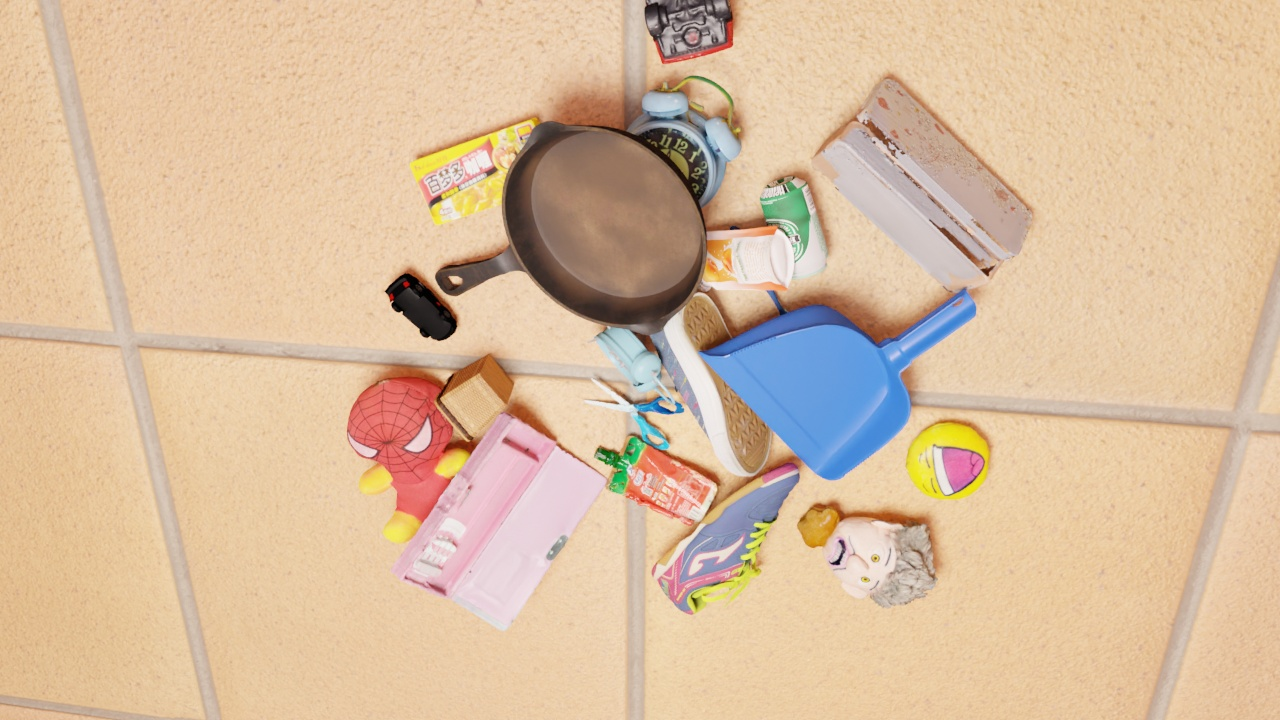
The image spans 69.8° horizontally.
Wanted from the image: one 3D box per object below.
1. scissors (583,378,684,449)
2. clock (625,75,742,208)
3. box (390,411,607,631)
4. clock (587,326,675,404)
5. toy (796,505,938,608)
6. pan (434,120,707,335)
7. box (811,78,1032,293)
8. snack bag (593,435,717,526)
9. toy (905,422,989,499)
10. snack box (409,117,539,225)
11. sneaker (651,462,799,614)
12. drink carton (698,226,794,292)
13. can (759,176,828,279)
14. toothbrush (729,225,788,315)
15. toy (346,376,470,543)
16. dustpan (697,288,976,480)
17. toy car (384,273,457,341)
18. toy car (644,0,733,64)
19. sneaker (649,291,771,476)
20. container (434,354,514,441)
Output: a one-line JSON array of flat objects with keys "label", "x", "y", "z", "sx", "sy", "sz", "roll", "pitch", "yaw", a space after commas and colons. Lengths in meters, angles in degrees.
[{"label": "scissors", "x": -0.005, "y": 0.052, "z": 1.086, "sx": 0.132, "sy": 0.015, "sz": 0.110, "roll": 39, "pitch": 134, "yaw": -5}, {"label": "clock", "x": 0.037, "y": -0.217, "z": 0.950, "sx": 0.118, "sy": 0.060, "sz": 0.162, "roll": 27, "pitch": 117, "yaw": -2}, {"label": "box", "x": -0.171, "y": 0.194, "z": 1.117, "sx": 0.179, "sy": 0.059, "sz": 0.232, "roll": 39, "pitch": 84, "yaw": -32}, {"label": "clock", "x": -0.006, "y": 0.006, "z": 1.032, "sx": 0.042, "sy": 0.087, "sz": 0.123, "roll": -42, "pitch": 78, "yaw": -9}, {"label": "toy", "x": 0.271, "y": 0.230, "z": 1.096, "sx": 0.176, "sy": 0.076, "sz": 0.133, "roll": 24, "pitch": 114, "yaw": 8}, {"label": "pan", "x": -0.085, "y": -0.129, "z": 0.986, "sx": 0.357, "sy": 0.043, "sz": 0.249, "roll": -12, "pitch": 118, "yaw": 34}, {"label": "box", "x": 0.280, "y": -0.165, "z": 0.931, "sx": 0.216, "sy": 0.094, "sz": 0.108, "roll": 40, "pitch": 137, "yaw": -9}, {"label": "snack bag", "x": 0.014, "y": 0.146, "z": 1.124, "sx": 0.155, "sy": 0.044, "sz": 0.087, "roll": 25, "pitch": 119, "yaw": 4}, {"label": "toy", "x": 0.351, "y": 0.116, "z": 1.048, "sx": 0.094, "sy": 0.041, "sz": 0.095, "roll": -14, "pitch": 107, "yaw": 11}, {"label": "snack box", "x": -0.171, "y": -0.207, "z": 1.009, "sx": 0.152, "sy": 0.025, "sz": 0.075, "roll": -15, "pitch": 109, "yaw": 15}, {"label": "sneaker", "x": 0.119, "y": 0.219, "z": 1.107, "sx": 0.242, "sy": 0.116, "sz": 0.091, "roll": -48, "pitch": 70, "yaw": 27}, {"label": "drink carton", "x": 0.103, "y": -0.106, "z": 0.978, "sx": 0.122, "sy": 0.038, "sz": 0.069, "roll": 5, "pitch": 114, "yaw": 47}, {"label": "can", "x": 0.162, "y": -0.140, "z": 0.965, "sx": 0.053, "sy": 0.053, "sz": 0.101, "roll": -16, "pitch": 109, "yaw": 16}, {"label": "toothbrush", "x": 0.134, "y": -0.093, "z": 1.012, "sx": 0.021, "sy": 0.016, "sz": 0.132, "roll": -28, "pitch": 103, "yaw": 19}, {"label": "toy", "x": -0.279, "y": 0.116, "z": 1.126, "sx": 0.147, "sy": 0.098, "sz": 0.216, "roll": -13, "pitch": 112, "yaw": -1}, {"label": "dustpan", "x": 0.237, "y": 0.001, "z": 0.987, "sx": 0.258, "sy": 0.059, "sz": 0.245, "roll": -38, "pitch": 122, "yaw": 14}, {"label": "toy car", "x": -0.255, "y": -0.063, "z": 1.081, "sx": 0.042, "sy": 0.036, "sz": 0.091, "roll": -35, "pitch": 113, "yaw": 23}, {"label": "toy car", "x": 0.036, "y": -0.388, "z": 0.881, "sx": 0.082, "sy": 0.056, "sz": 0.189, "roll": -10, "pitch": 104, "yaw": 12}, {"label": "sneaker", "x": 0.077, "y": 0.028, "z": 1.051, "sx": 0.079, "sy": 0.087, "sz": 0.235, "roll": -1, "pitch": 122, "yaw": 48}, {"label": "container", "x": -0.191, "y": 0.039, "z": 1.077, "sx": 0.061, "sy": 0.114, "sz": 0.063, "roll": -36, "pitch": 103, "yaw": 8}]
